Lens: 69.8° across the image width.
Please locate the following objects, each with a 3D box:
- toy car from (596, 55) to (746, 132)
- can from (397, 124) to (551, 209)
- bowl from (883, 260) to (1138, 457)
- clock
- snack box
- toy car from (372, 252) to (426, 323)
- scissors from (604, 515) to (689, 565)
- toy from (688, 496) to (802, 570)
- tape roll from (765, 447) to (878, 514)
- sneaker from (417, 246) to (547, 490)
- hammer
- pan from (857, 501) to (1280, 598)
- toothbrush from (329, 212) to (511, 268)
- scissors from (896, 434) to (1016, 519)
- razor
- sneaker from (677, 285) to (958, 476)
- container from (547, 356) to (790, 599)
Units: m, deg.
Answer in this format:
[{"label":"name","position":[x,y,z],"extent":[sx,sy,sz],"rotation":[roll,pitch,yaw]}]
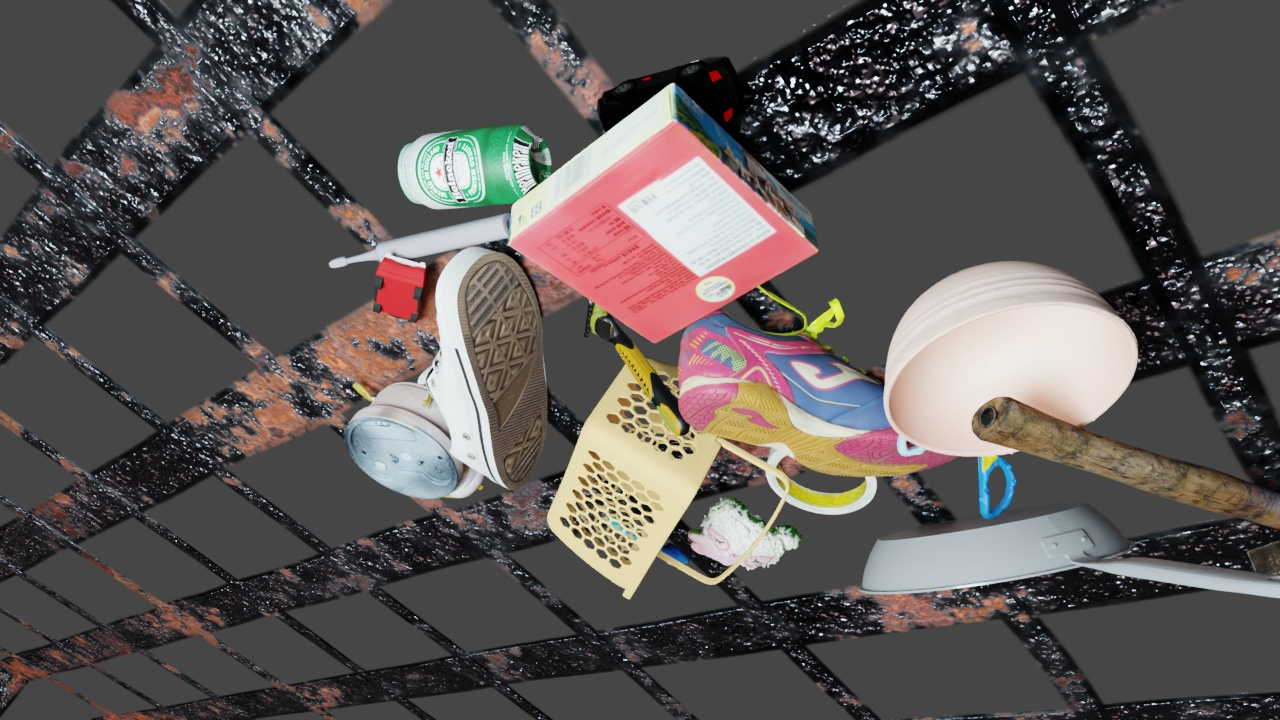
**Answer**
[{"label":"toy car","position":[0.018,-0.161,0.569],"extent":[0.092,0.036,0.042],"rotation":[-8,132,23]},{"label":"can","position":[-0.114,-0.134,0.639],"extent":[0.101,0.053,0.053],"rotation":[0,133,22]},{"label":"bowl","position":[0.229,-0.011,0.595],"extent":[0.153,0.076,0.153],"rotation":[0,139,0]},{"label":"clock","position":[-0.216,0.089,0.902],"extent":[0.117,0.058,0.158],"rotation":[0,133,23]},{"label":"snack box","position":[0.015,-0.085,0.593],"extent":[0.143,0.040,0.145],"rotation":[-30,134,32]},{"label":"toy car","position":[-0.200,-0.057,0.762],"extent":[0.038,0.025,0.090],"rotation":[15,159,-12]},{"label":"scissors","position":[0.014,0.180,0.892],"extent":[0.118,0.014,0.129],"rotation":[27,175,-20]},{"label":"toy","position":[0.091,0.174,0.879],"extent":[0.095,0.041,0.109],"rotation":[29,143,-10]},{"label":"tape roll","position":[0.155,0.095,0.785],"extent":[0.094,0.019,0.094],"rotation":[12,136,11]},{"label":"sneaker","position":[-0.144,0.004,0.776],"extent":[0.097,0.091,0.246],"rotation":[20,141,21]},{"label":"hammer","position":[0.362,0.086,0.623],"extent":[0.330,0.033,0.120],"rotation":[17,139,-17]},{"label":"pan","position":[0.284,0.131,0.627],"extent":[0.200,0.050,0.357],"rotation":[-8,170,-16]},{"label":"toothbrush","position":[-0.180,-0.092,0.734],"extent":[0.188,0.019,0.018],"rotation":[-7,117,28]},{"label":"scissors","position":[0.241,0.055,0.665],"extent":[0.130,0.125,0.014],"rotation":[-5,-175,-18]},{"label":"razor","position":[-0.004,0.004,0.699],"extent":[0.144,0.021,0.044],"rotation":[53,150,32]},{"label":"sneaker","position":[0.141,0.020,0.684],"extent":[0.241,0.091,0.117],"rotation":[17,147,-24]},{"label":"container","position":[0.027,0.107,0.767],"extent":[0.167,0.128,0.184],"rotation":[29,138,6]}]
